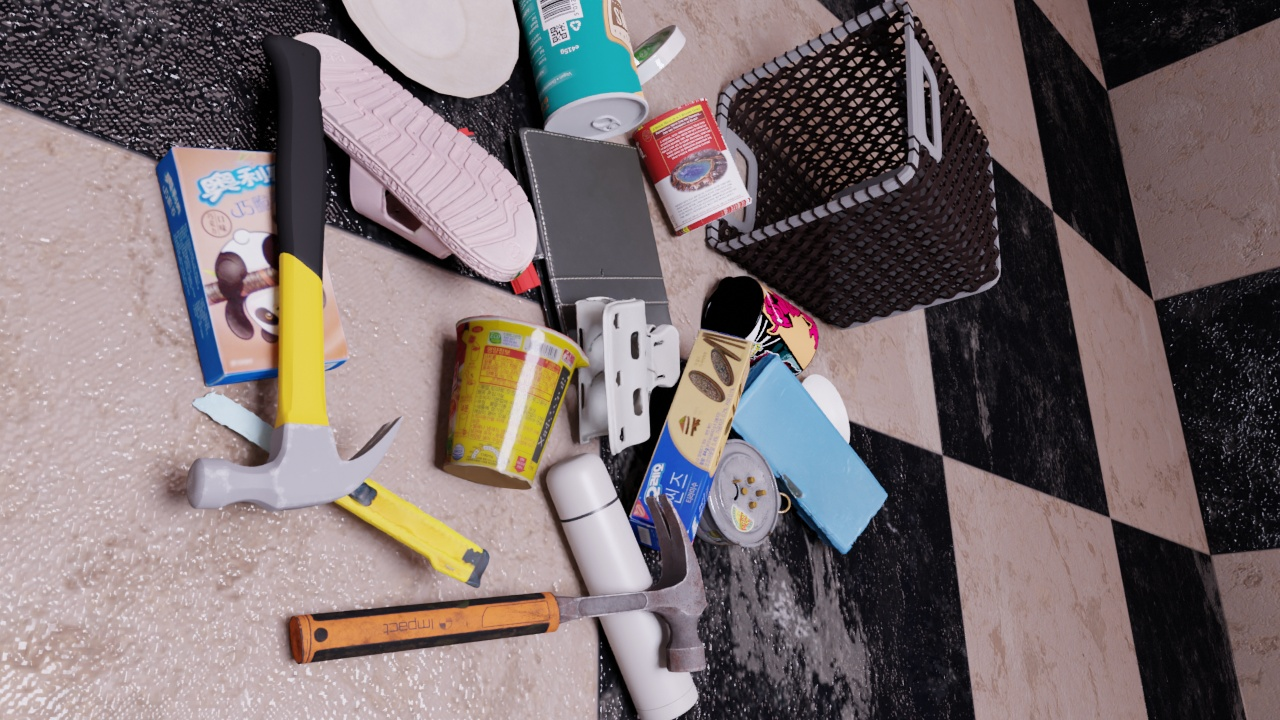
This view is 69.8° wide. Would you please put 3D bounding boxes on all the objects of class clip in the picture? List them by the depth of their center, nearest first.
[{"bbox_3d":[-0.024,0.004,0.803,0.152,0.099,0.126,-43,134,-74],"label":"clip"}]

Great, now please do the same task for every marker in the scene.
[{"bbox_3d":[-0.124,-0.128,0.783,0.023,0.021,0.145,-24,94,-11],"label":"marker"}]

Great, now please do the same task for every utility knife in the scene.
[{"bbox_3d":[-0.191,0.084,0.599,0.217,0.019,0.030,33,46,-11],"label":"utility knife"}]

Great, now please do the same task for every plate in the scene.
[{"bbox_3d":[-0.185,-0.309,0.782,0.188,0.027,0.188,20,61,-42],"label":"plate"},{"bbox_3d":[0.203,0.069,1.061,0.104,0.026,0.104,20,62,-43],"label":"plate"}]

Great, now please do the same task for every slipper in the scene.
[{"bbox_3d":[-0.180,-0.146,0.701,0.239,0.065,0.094,43,43,-5],"label":"slipper"}]

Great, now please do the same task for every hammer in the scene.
[{"bbox_3d":[-0.221,-0.064,0.596,0.127,0.029,0.323,9,68,-43],"label":"hammer"},{"bbox_3d":[-0.086,0.169,0.656,0.313,0.035,0.137,4,76,-34],"label":"hammer"}]

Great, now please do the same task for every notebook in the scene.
[{"bbox_3d":[-0.041,-0.109,0.862,0.169,0.030,0.209,-5,79,-48],"label":"notebook"}]

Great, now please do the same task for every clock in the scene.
[{"bbox_3d":[0.098,0.133,0.900,0.147,0.056,0.103,15,65,-41],"label":"clock"}]

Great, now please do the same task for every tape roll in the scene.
[{"bbox_3d":[0.004,-0.305,0.936,0.018,0.094,0.093,48,46,-25],"label":"tape roll"}]

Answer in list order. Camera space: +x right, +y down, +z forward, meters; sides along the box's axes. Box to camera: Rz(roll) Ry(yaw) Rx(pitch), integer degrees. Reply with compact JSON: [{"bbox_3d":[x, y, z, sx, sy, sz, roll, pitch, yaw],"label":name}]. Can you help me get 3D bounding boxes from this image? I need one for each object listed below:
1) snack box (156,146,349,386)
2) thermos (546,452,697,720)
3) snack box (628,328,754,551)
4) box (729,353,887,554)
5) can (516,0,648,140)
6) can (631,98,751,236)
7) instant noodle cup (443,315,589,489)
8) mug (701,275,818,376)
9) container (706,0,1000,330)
[{"bbox_3d":[-0.255,-0.063,0.607,0.087,0.034,0.151,-10,82,-48],"label":"snack box"},{"bbox_3d":[-0.017,0.185,0.757,0.052,0.052,0.224,-25,94,-49],"label":"thermos"},{"bbox_3d":[0.050,0.072,0.838,0.056,0.057,0.206,83,24,-58],"label":"snack box"},{"bbox_3d":[0.169,0.100,0.974,0.093,0.054,0.231,-50,116,-15],"label":"box"},{"bbox_3d":[-0.057,-0.291,0.859,0.099,0.099,0.144,-5,79,-48],"label":"can"},{"bbox_3d":[0.054,-0.199,0.954,0.086,0.087,0.116,-31,99,-48],"label":"can"},{"bbox_3d":[-0.105,0.035,0.696,0.100,0.101,0.112,27,67,-38],"label":"instant noodle cup"},{"bbox_3d":[0.122,-0.045,0.987,0.098,0.082,0.118,28,29,-38],"label":"mug"},{"bbox_3d":[0.254,-0.203,1.059,0.243,0.246,0.246,32,54,-40],"label":"container"}]
